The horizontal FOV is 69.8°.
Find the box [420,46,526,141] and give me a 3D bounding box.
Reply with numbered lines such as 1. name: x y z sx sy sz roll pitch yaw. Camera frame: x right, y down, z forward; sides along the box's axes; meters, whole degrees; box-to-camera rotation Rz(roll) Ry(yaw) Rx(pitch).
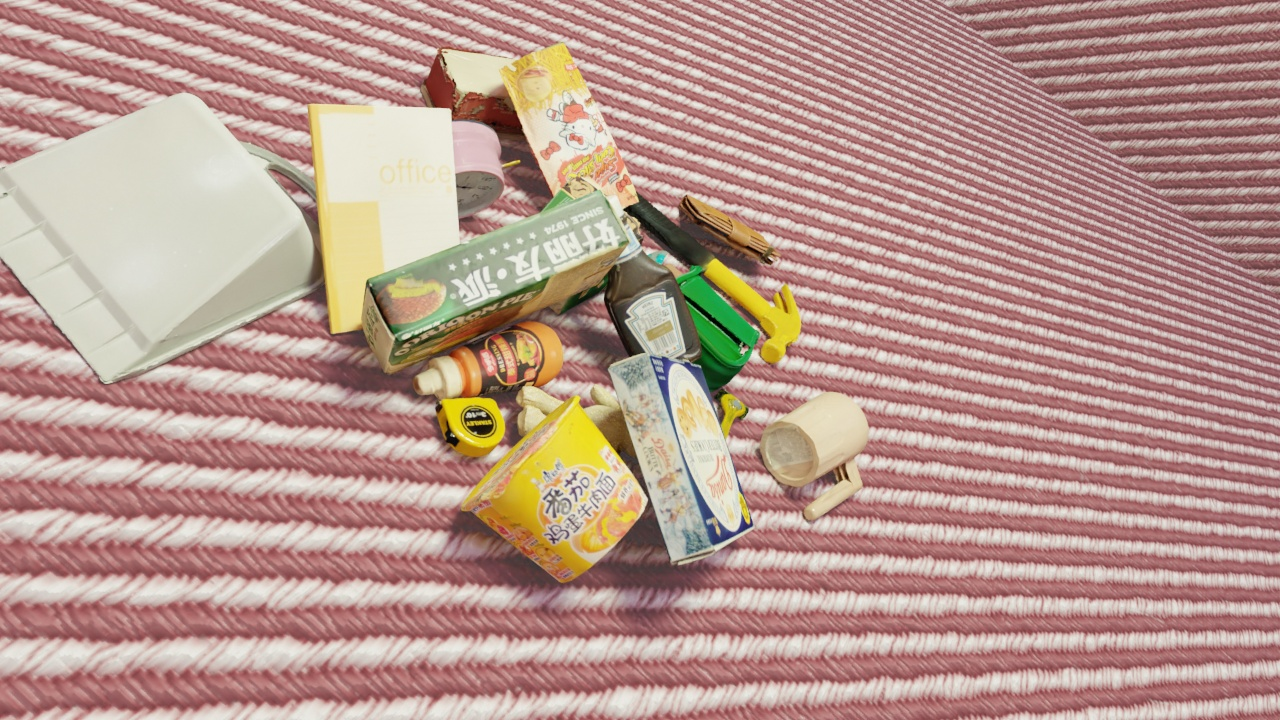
1. box: -0.173 -0.332 1.138 0.168 0.081 0.091 -5 58 -39

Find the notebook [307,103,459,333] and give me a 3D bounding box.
1. notebook: -0.236 -0.135 0.872 0.145 0.010 0.206 -11 104 -42

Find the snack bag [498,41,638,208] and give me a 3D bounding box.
1. snack bag: -0.085 -0.267 1.101 0.128 0.073 0.208 -33 102 -39

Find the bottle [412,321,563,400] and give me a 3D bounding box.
1. bottle: -0.148 0.006 0.880 0.149 0.067 0.066 -17 66 -36

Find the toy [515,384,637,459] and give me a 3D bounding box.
1. toy: -0.048 0.062 0.899 0.157 0.066 0.105 14 50 -22

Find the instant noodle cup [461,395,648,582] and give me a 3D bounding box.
1. instant noodle cup: -0.068 0.116 0.793 0.110 0.138 0.137 47 41 -6

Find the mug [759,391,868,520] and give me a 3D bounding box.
1. mug: 0.204 0.109 1.049 0.103 0.084 0.124 -21 96 -44

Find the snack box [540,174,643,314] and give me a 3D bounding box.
1. snack box: -0.079 -0.120 1.014 0.118 0.118 0.105 42 54 4

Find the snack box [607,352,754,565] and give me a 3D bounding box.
1. snack box: 0.044 0.088 0.865 0.182 0.046 0.177 71 16 9

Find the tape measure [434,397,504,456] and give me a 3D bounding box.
1. tape measure: -0.155 0.062 0.846 0.059 0.029 0.057 -2 56 -38

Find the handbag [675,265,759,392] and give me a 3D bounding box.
1. handbag: 0.073 -0.038 1.062 0.131 0.068 0.119 46 41 -2

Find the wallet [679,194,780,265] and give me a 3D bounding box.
1. wallet: 0.120 -0.172 1.231 0.130 0.035 0.119 26 13 -18

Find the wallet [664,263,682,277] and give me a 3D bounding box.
1. wallet: 0.053 -0.055 1.115 0.115 0.020 0.101 40 43 -4

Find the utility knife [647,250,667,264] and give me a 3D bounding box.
1. utility knife: -0.002 -0.098 1.107 0.029 0.013 0.150 6 36 21

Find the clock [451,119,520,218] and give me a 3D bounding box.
1. clock: -0.215 -0.197 0.965 0.158 0.117 0.059 -4 69 -41

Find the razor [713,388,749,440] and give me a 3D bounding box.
1. razor: 0.086 0.082 1.015 0.043 0.028 0.132 40 43 -6

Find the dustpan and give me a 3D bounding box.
1. dustpan: -0.405 -0.115 0.828 0.257 0.143 0.222 -40 82 -19

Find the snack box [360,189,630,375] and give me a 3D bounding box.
1. snack box: -0.135 -0.072 0.850 0.239 0.115 0.063 -26 84 -23

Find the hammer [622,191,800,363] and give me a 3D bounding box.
1. hammer: 0.087 -0.124 1.189 0.300 0.033 0.128 39 40 -2

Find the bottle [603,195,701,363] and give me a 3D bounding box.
1. bottle: -0.002 -0.077 0.959 0.080 0.044 0.195 -27 108 -8
